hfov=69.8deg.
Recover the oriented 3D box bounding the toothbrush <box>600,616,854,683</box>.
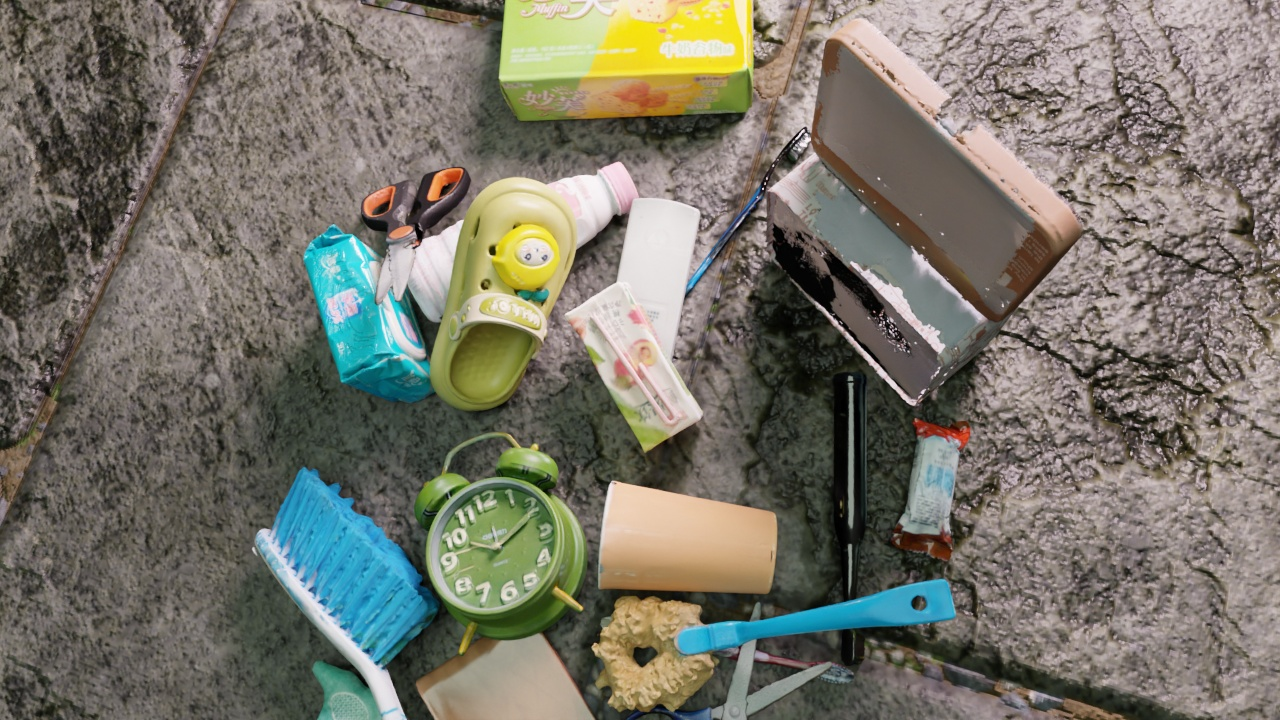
[{"bbox_3d":[0.061,0.210,0.666,0.188,0.017,0.016,10,76,9],"label":"toothbrush"}]

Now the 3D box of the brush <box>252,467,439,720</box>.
[{"bbox_3d":[-0.182,0.217,0.662,0.314,0.060,0.109,40,83,22],"label":"brush"}]

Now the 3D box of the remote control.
[{"bbox_3d":[0.009,-0.061,0.733,0.056,0.019,0.135,10,88,8],"label":"remote control"}]

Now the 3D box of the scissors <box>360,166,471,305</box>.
[{"bbox_3d":[-0.194,-0.092,0.711,0.149,0.022,0.234,-3,35,21],"label":"scissors"}]

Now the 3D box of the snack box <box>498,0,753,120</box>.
[{"bbox_3d":[-0.009,-0.293,0.785,0.210,0.070,0.157,0,75,7],"label":"snack box"}]

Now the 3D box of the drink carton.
[{"bbox_3d":[-0.004,0.004,0.697,0.053,0.045,0.122,-30,89,8],"label":"drink carton"}]

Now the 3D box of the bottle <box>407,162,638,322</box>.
[{"bbox_3d":[-0.096,-0.101,0.748,0.197,0.068,0.068,-26,73,-4],"label":"bottle"}]

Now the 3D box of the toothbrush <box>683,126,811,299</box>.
[{"bbox_3d":[0.086,-0.118,0.755,0.016,0.014,0.189,38,83,-9],"label":"toothbrush"}]

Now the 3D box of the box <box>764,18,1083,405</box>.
[{"bbox_3d":[0.171,-0.085,0.607,0.082,0.260,0.177,-39,74,-6],"label":"box"}]

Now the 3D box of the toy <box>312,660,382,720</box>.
[{"bbox_3d":[-0.219,0.282,0.679,0.096,0.030,0.092,27,85,6],"label":"toy"}]

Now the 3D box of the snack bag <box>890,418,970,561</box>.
[{"bbox_3d":[0.215,0.091,0.674,0.045,0.026,0.105,13,78,1],"label":"snack bag"}]

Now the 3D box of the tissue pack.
[{"bbox_3d":[-0.213,-0.035,0.729,0.050,0.093,0.133,-24,74,4],"label":"tissue pack"}]

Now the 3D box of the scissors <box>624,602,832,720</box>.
[{"bbox_3d":[0.058,0.260,0.648,0.162,0.012,0.174,-8,80,12],"label":"scissors"}]

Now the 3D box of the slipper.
[{"bbox_3d":[-0.098,-0.038,0.690,0.081,0.091,0.191,46,119,54],"label":"slipper"}]

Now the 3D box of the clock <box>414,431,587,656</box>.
[{"bbox_3d":[-0.106,0.128,0.683,0.116,0.056,0.161,-20,62,0],"label":"clock"}]

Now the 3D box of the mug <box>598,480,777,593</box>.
[{"bbox_3d":[0.035,0.132,0.665,0.123,0.078,0.078,6,76,3],"label":"mug"}]

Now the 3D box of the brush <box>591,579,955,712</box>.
[{"bbox_3d":[0.080,0.183,0.618,0.255,0.046,0.083,-17,70,20],"label":"brush"}]

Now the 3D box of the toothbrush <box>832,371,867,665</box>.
[{"bbox_3d":[0.156,0.114,0.677,0.026,0.027,0.212,-14,69,50],"label":"toothbrush"}]

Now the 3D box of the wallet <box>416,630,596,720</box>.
[{"bbox_3d":[-0.095,0.257,0.674,0.101,0.020,0.115,-33,76,-3],"label":"wallet"}]
